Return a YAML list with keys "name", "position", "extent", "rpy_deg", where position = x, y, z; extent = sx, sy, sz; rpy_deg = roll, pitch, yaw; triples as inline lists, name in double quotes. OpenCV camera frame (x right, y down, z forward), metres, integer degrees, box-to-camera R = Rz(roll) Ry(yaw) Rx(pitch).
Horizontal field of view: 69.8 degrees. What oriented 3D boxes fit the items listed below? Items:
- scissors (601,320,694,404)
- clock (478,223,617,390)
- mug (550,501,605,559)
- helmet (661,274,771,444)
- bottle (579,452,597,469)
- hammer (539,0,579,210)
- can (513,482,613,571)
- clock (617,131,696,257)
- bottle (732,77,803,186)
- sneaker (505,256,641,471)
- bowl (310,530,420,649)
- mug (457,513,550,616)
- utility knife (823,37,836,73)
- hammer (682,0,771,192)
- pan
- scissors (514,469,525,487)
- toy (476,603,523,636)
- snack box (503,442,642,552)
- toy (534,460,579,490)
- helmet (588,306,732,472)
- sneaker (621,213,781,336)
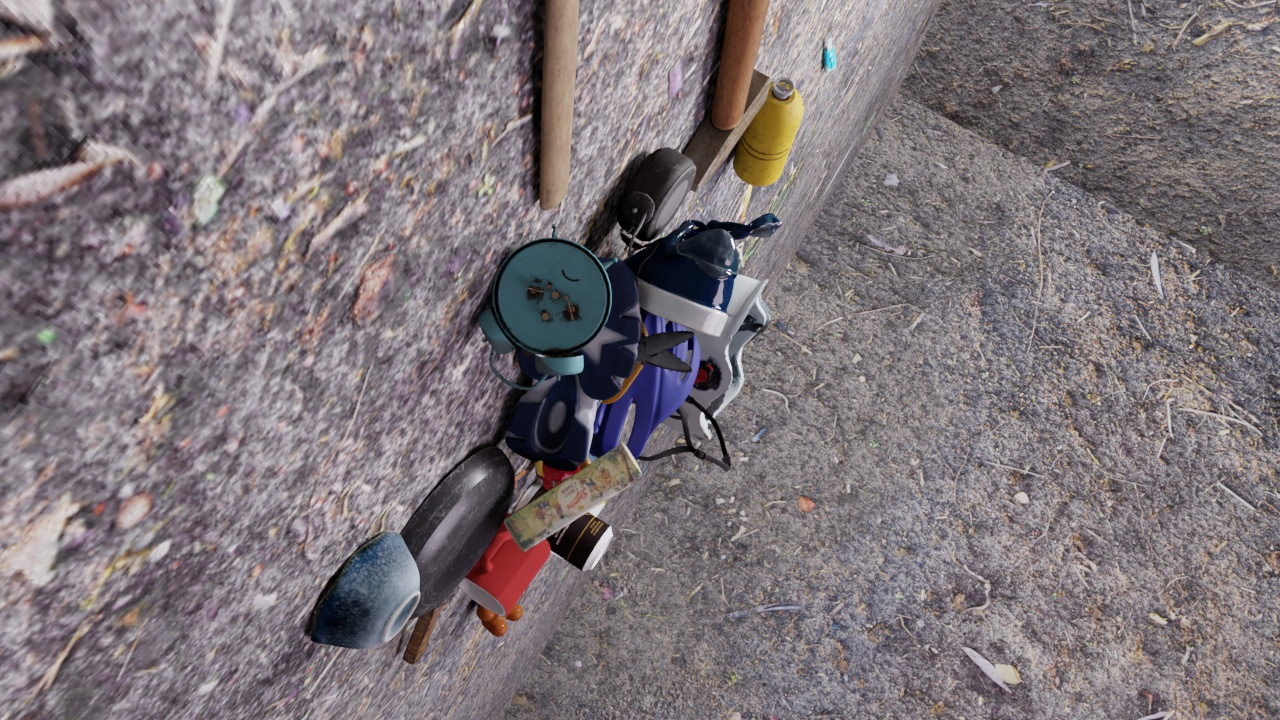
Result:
- name: "scissors"
  position: [-0.004, 0.000, 0.933]
  extent: [0.225, 0.016, 0.166]
  rpy_deg: [35, -64, 60]
- name: "clock"
  position: [-0.072, -0.036, 0.703]
  extent: [0.124, 0.090, 0.053]
  rpy_deg: [-61, -179, 9]
- name: "mug"
  position: [-0.115, 0.237, 1.393]
  extent: [0.106, 0.082, 0.082]
  rpy_deg: [-56, 171, -6]
- name: "helmet"
  position: [0.084, -0.023, 1.360]
  extent: [0.235, 0.164, 0.265]
  rpy_deg: [-54, 164, -53]
- name: "bottle"
  position: [-0.081, 0.146, 1.315]
  extent: [0.068, 0.068, 0.156]
  rpy_deg: [-60, 171, 9]
- name: "hammer"
  position: [-0.048, -0.193, 0.537]
  extent: [0.119, 0.031, 0.332]
  rpy_deg: [-54, 173, -24]
- name: "can"
  position: [-0.106, 0.227, 1.253]
  extent: [0.071, 0.128, 0.072]
  rpy_deg: [-56, 171, -14]
- name: "clock"
  position: [0.010, -0.157, 0.879]
  extent: [0.122, 0.044, 0.091]
  rpy_deg: [-52, 172, -25]
- name: "bottle"
  position: [0.168, -0.302, 1.189]
  extent: [0.071, 0.071, 0.164]
  rpy_deg: [-55, 170, -22]
- name: "sneaker"
  position: [-0.056, -0.014, 0.905]
  extent: [0.132, 0.103, 0.270]
  rpy_deg: [-71, -177, -45]
- name: "bowl"
  position: [-0.222, 0.201, 0.774]
  extent: [0.110, 0.055, 0.110]
  rpy_deg: [-57, 170, -16]
- name: "mug"
  position: [-0.170, 0.245, 1.130]
  extent: [0.096, 0.080, 0.117]
  rpy_deg: [-54, 163, -29]
- name: "utility knife"
  position: [0.301, -0.491, 1.473]
  extent: [0.022, 0.015, 0.158]
  rpy_deg: [-34, 174, 12]
- name: "hammer"
  position: [0.092, -0.296, 0.896]
  extent: [0.157, 0.037, 0.301]
  rpy_deg: [-56, 170, -17]
- name: "pan"
  position: [-0.211, 0.235, 0.974]
  extent: [0.207, 0.040, 0.358]
  rpy_deg: [-45, 162, -47]
- name: "scissors"
  position: [-0.156, 0.139, 1.067]
  extent: [0.084, 0.012, 0.132]
  rpy_deg: [-61, 170, 21]
- name: "toy"
  position: [-0.198, 0.336, 1.338]
  extent: [0.094, 0.065, 0.128]
  rpy_deg: [-50, 163, -58]
- name: "snack box"
  position: [-0.075, 0.151, 0.987]
  extent: [0.147, 0.041, 0.143]
  rpy_deg: [-31, 173, -13]
- name: "toy"
  position: [-0.087, 0.105, 1.187]
  extent: [0.106, 0.067, 0.137]
  rpy_deg: [80, 34, -67]
- name: "helmet"
  position: [0.031, 0.047, 1.106]
  extent: [0.147, 0.227, 0.242]
  rpy_deg: [-97, -151, -60]
- name: "sneaker"
  position: [0.050, -0.105, 0.925]
  extent: [0.294, 0.120, 0.127]
  rpy_deg: [-130, -120, -79]
